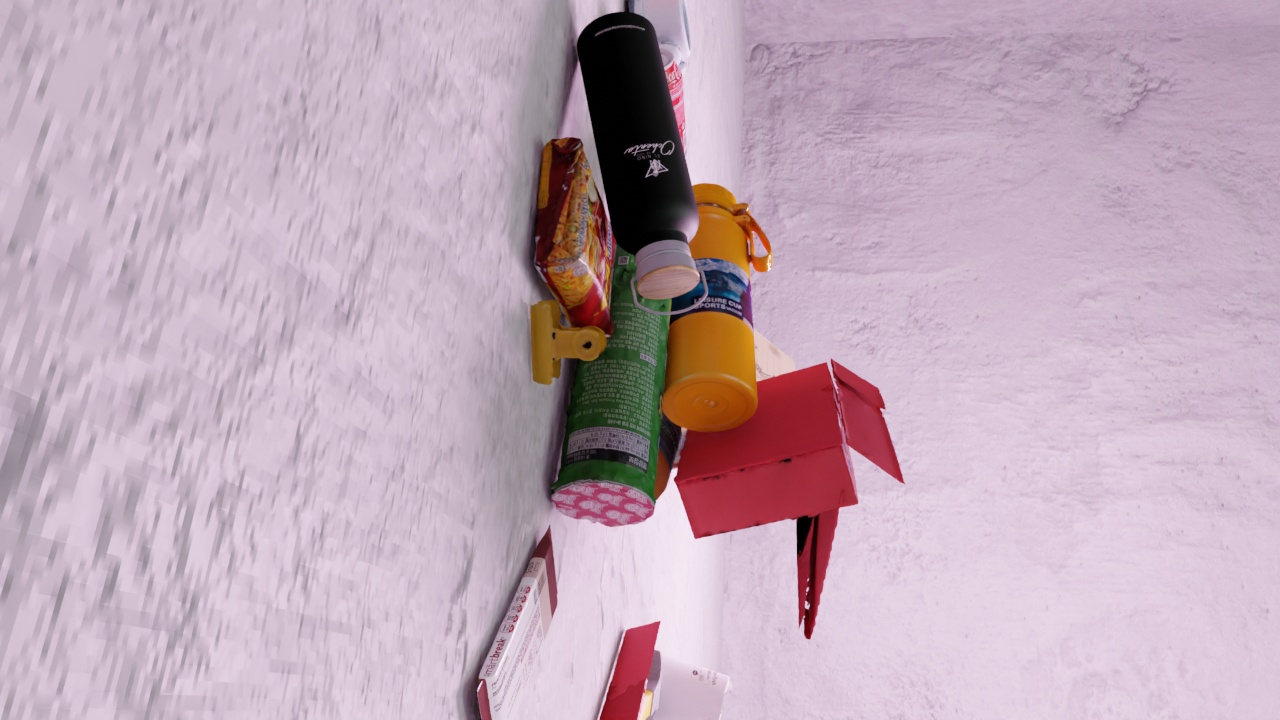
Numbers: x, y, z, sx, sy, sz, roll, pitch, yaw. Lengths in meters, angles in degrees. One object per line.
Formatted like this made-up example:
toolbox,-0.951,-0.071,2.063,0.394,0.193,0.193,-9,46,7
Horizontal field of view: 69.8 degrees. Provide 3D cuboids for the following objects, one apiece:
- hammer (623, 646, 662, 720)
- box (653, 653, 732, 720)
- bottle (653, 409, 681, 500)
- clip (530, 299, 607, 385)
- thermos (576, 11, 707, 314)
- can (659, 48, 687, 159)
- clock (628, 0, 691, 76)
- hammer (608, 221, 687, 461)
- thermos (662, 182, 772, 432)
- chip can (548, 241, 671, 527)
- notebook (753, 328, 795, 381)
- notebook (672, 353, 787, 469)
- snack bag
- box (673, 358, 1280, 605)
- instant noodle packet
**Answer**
hammer,-0.020,0.366,0.838,0.323,0.029,0.127,-33,131,-77
box,0.058,0.418,1.059,0.083,0.137,0.143,-42,143,-70
bottle,0.002,0.070,0.832,0.156,0.068,0.068,-63,153,-70
clip,-0.048,-0.011,0.583,0.044,0.050,0.054,-11,105,-46
thermos,0.002,-0.136,0.649,0.061,0.061,0.231,68,10,-68
can,0.009,-0.229,0.850,0.064,0.064,0.105,-79,167,-46
clock,0.020,-0.325,0.921,0.083,0.057,0.117,-31,115,-80
hammer,0.023,-0.009,0.902,0.033,0.132,0.331,59,-7,43
thermos,0.065,-0.053,0.786,0.076,0.091,0.232,113,-16,-49
chip can,-0.016,0.010,0.695,0.075,0.075,0.222,78,15,-55
notebook,0.098,-0.016,1.078,0.024,0.225,0.167,-44,-164,29
notebook,0.107,0.061,1.178,0.210,0.169,0.022,-72,145,-61
snack bag,-0.071,0.165,0.551,0.157,0.013,0.057,-69,157,-65
box,0.288,0.094,0.745,0.215,0.511,0.141,-63,153,-72
instant noodle packet,-0.043,-0.080,0.629,0.135,0.040,0.098,69,17,-66
